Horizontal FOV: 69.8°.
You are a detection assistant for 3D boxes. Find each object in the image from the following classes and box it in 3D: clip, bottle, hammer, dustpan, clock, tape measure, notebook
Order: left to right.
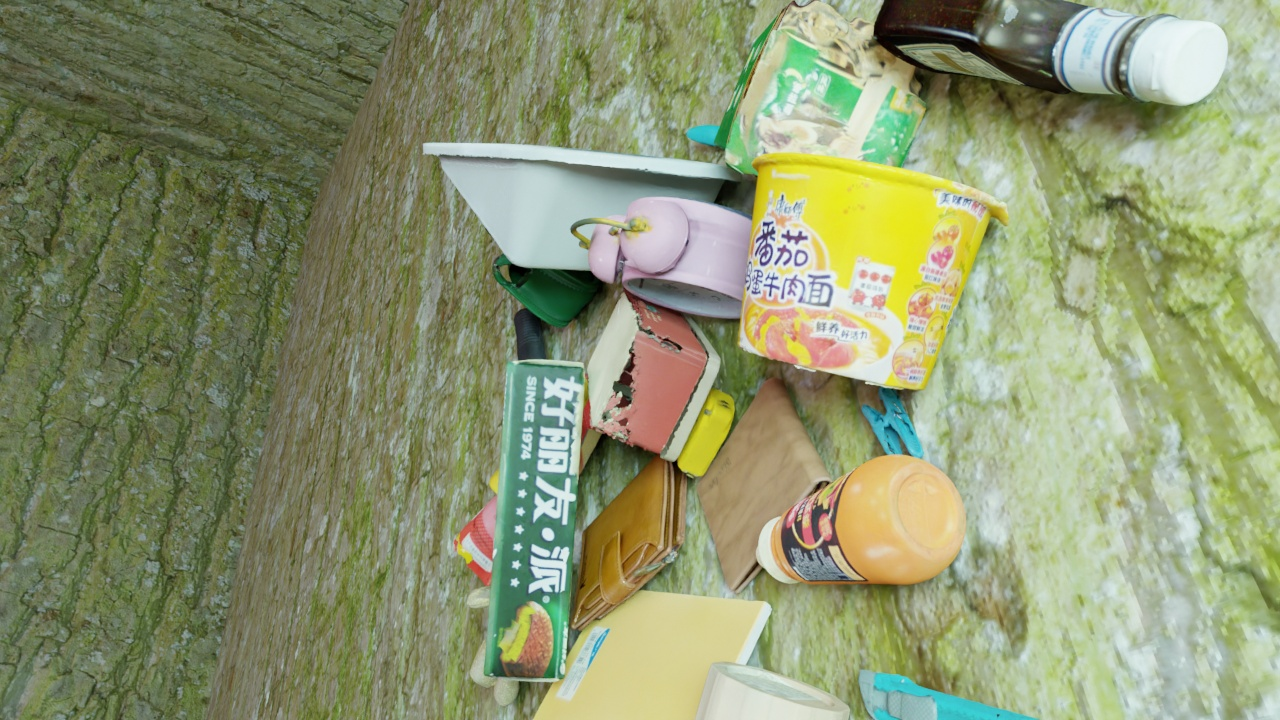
[{"bbox_3d":[-0.107,0.015,0.928,0.129,0.033,0.300,-49,23,13],"label":"hammer"},{"bbox_3d":[-0.039,-0.170,0.783,0.257,0.222,0.143,60,139,41],"label":"dustpan"},{"bbox_3d":[-0.005,0.225,0.639,0.207,0.010,0.145,-17,36,57],"label":"notebook"},{"bbox_3d":[0.025,-0.077,0.664,0.117,0.158,0.059,0,73,62],"label":"clock"},{"bbox_3d":[0.045,0.048,0.677,0.057,0.029,0.060,-86,21,-64],"label":"tape measure"},{"bbox_3d":[0.111,0.099,0.516,0.150,0.066,0.066,-37,43,57],"label":"bottle"},{"bbox_3d":[0.147,0.039,0.532,0.047,0.014,0.057,-51,35,31],"label":"clip"},{"bbox_3d":[0.204,-0.165,0.477,0.195,0.079,0.044,46,118,57],"label":"bottle"}]

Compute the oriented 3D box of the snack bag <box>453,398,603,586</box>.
[{"bbox_3d":[-0.100,0.117,0.882,0.208,0.073,0.128,-56,21,18],"label":"snack bag"}]

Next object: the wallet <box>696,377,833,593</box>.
[{"bbox_3d":[0.079,0.085,0.623,0.115,0.020,0.101,-59,29,28],"label":"wallet"}]

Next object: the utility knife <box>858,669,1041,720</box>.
[{"bbox_3d":[0.156,0.173,0.436,0.151,0.013,0.029,-11,70,59],"label":"utility knife"}]

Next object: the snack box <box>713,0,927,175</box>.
[{"bbox_3d":[0.112,-0.167,0.627,0.105,0.118,0.117,-136,67,-73],"label":"snack box"}]

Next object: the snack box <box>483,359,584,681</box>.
[{"bbox_3d":[-0.083,0.120,0.732,0.114,0.063,0.240,177,97,-84],"label":"snack box"}]

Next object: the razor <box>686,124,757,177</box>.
[{"bbox_3d":[0.077,-0.185,0.772,0.132,0.028,0.043,35,134,58],"label":"razor"}]

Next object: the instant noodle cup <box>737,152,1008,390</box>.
[{"bbox_3d":[0.119,-0.047,0.517,0.138,0.138,0.110,21,100,62],"label":"instant noodle cup"}]

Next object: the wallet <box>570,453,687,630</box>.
[{"bbox_3d":[-0.009,0.145,0.715,0.131,0.035,0.118,-49,18,35],"label":"wallet"}]

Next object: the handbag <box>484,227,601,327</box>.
[{"bbox_3d":[-0.106,-0.105,0.959,0.068,0.120,0.131,-48,33,27],"label":"handbag"}]

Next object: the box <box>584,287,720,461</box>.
[{"bbox_3d":[-0.004,0.004,0.704,0.168,0.080,0.091,-109,43,-75],"label":"box"}]

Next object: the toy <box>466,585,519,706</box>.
[{"bbox_3d":[-0.110,0.243,0.833,0.105,0.066,0.157,33,111,28],"label":"toy"}]

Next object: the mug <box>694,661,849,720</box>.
[{"bbox_3d":[0.076,0.229,0.484,0.125,0.084,0.103,9,80,47],"label":"mug"}]
